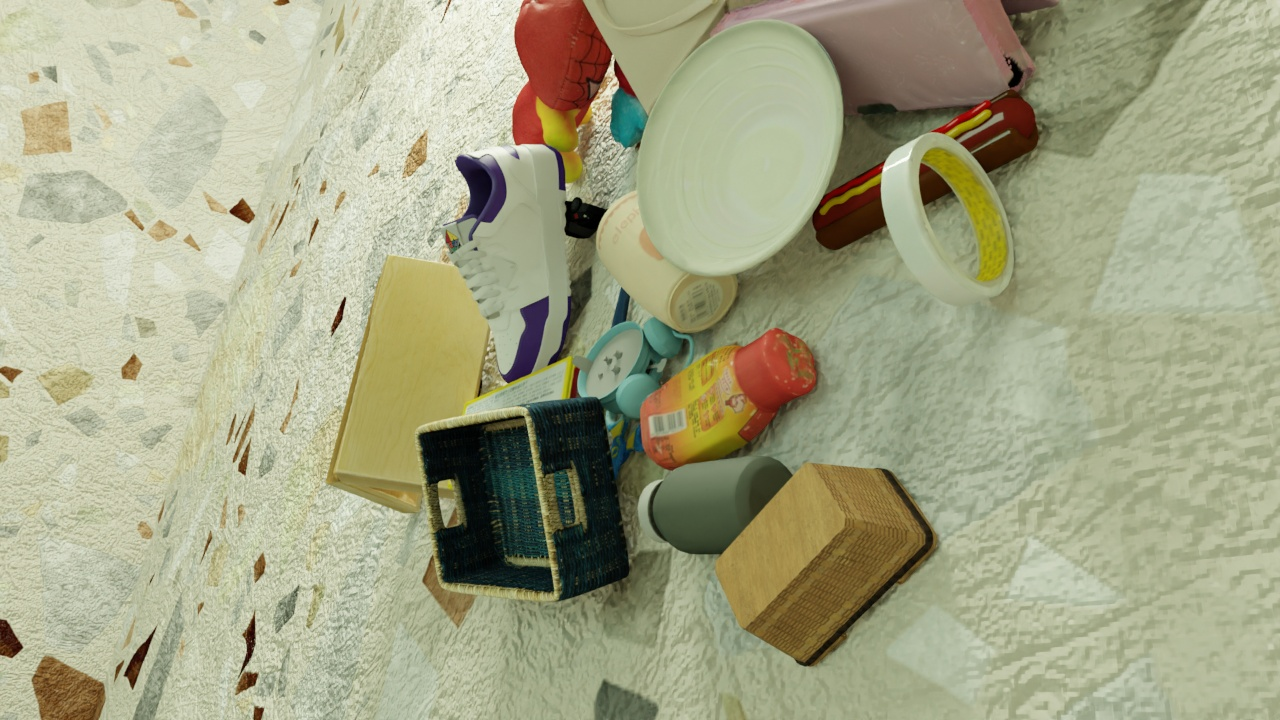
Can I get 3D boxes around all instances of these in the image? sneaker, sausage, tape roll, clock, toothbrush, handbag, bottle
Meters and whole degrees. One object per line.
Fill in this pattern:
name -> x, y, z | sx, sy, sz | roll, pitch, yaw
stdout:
sneaker -> -0.135, -0.092, 0.881 | 0.092, 0.111, 0.244 | -3, 86, 59
sausage -> 0.169, -0.114, 0.564 | 0.156, 0.040, 0.040 | -27, 50, 46
tape roll -> 0.166, -0.076, 0.493 | 0.019, 0.094, 0.093 | -24, 52, 47
clock -> -0.004, 0.004, 0.726 | 0.123, 0.042, 0.087 | -8, 53, 49
toothbrush -> -0.012, -0.050, 0.810 | 0.017, 0.016, 0.189 | -7, 65, 46
handbag -> 0.031, -0.331, 0.740 | 0.194, 0.101, 0.198 | 62, 150, 12
bottle -> 0.058, 0.026, 0.629 | 0.135, 0.048, 0.071 | -35, 46, 40
bottle -> 0.048, 0.095, 0.592 | 0.109, 0.060, 0.060 | -16, 58, 51

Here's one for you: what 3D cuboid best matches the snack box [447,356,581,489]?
snack box -> -0.109, 0.066, 0.855 | 0.201, 0.042, 0.092 | -22, 54, 49

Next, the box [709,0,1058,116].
box -> 0.154, -0.224, 0.614 | 0.080, 0.099, 0.233 | -50, 29, -12

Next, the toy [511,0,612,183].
toy -> -0.079, -0.285, 0.920 | 0.217, 0.098, 0.147 | 111, 160, -63

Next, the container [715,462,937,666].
container -> 0.096, 0.109, 0.511 | 0.114, 0.061, 0.063 | -53, 35, 22

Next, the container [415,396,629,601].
container -> -0.099, 0.110, 0.737 | 0.188, 0.071, 0.145 | -12, 87, 50

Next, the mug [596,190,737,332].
mug -> 0.036, -0.082, 0.712 | 0.111, 0.085, 0.104 | -34, 45, -2

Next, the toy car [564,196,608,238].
toy car -> -0.060, -0.139, 0.909 | 0.092, 0.042, 0.036 | 20, 95, 58

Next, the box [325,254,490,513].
box -> -0.251, 0.026, 1.003 | 0.180, 0.141, 0.248 | -31, 46, 56

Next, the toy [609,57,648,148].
toy -> 0.002, -0.272, 0.889 | 0.092, 0.062, 0.133 | -108, 31, -65

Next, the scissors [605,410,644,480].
scissors -> -0.022, 0.071, 0.750 | 0.131, 0.018, 0.109 | -53, 32, 19

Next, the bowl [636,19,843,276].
bowl -> 0.079, -0.140, 0.641 | 0.177, 0.057, 0.176 | -9, 77, 43
